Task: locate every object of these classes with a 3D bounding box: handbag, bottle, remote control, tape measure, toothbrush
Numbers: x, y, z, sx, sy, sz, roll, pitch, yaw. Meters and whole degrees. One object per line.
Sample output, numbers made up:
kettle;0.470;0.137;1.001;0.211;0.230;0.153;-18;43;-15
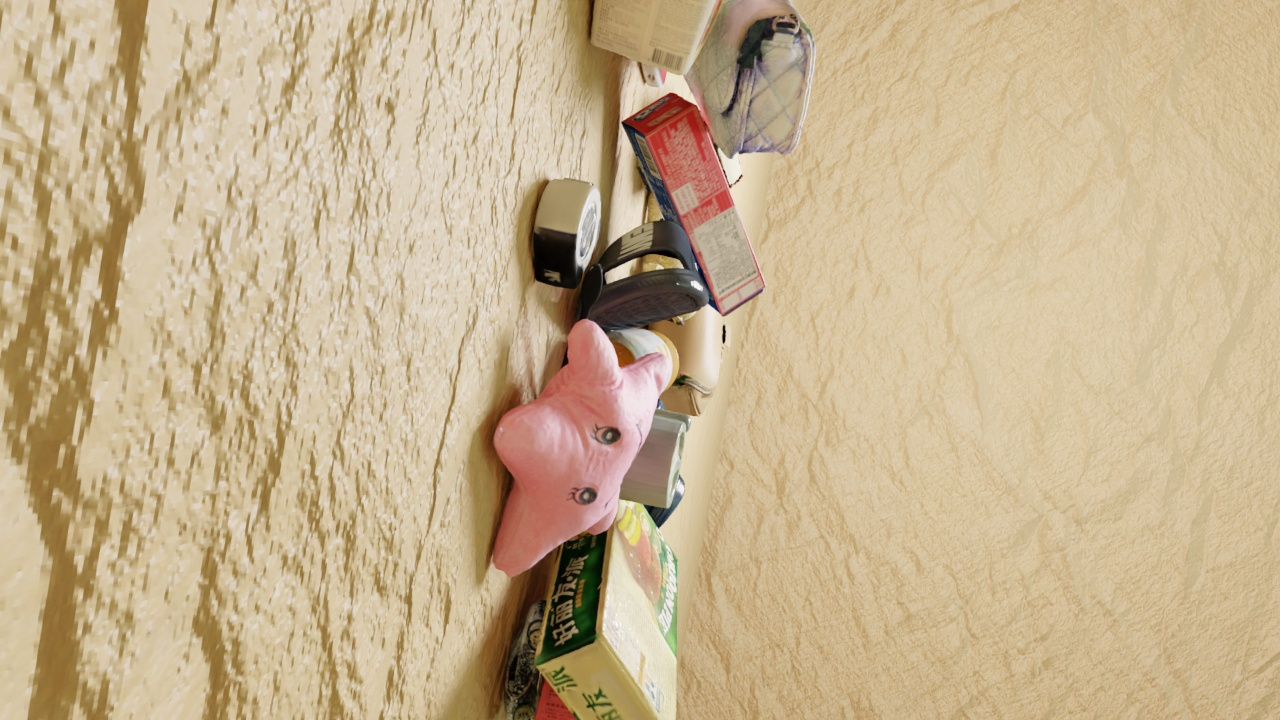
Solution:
handbag;0.078;-0.265;0.765;0.134;0.075;0.193;95;-17;-45
bottle;-0.005;0.005;0.832;0.189;0.068;0.068;-14;114;-76
handbag;0.060;-0.035;1.136;0.148;0.100;0.204;53;40;-77
remote control;0.025;-0.327;0.858;0.056;0.020;0.136;46;56;-77
tape measure;-0.051;-0.092;0.636;0.066;0.033;0.065;93;11;-51
toothbrush;-0.053;0.004;0.693;0.016;0.014;0.189;-90;-165;-51

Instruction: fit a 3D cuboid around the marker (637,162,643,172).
marker;0.015;-0.207;0.953;0.018;0.015;0.124;60;16;-8

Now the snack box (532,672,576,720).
snack box;-0.064;0.272;0.825;0.113;0.044;0.127;-87;-170;-71

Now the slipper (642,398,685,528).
slipper;-0.001;0.155;1.027;0.104;0.095;0.253;-70;170;-55

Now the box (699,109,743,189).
box;0.071;-0.225;0.980;0.168;0.079;0.091;-55;129;-71

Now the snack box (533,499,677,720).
snack box;-0.020;0.207;0.784;0.114;0.063;0.239;59;13;-19

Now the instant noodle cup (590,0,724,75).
instant noodle cup;0.020;-0.282;0.649;0.116;0.116;0.124;-67;176;-53

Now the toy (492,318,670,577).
toy;-0.054;0.068;0.661;0.178;0.075;0.194;17;97;-57

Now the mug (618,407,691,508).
mug;-0.013;0.074;0.829;0.123;0.103;0.084;-61;159;-59

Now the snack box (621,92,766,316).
snack box;0.052;-0.139;0.846;0.057;0.058;0.207;47;-12;53

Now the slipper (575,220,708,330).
slipper;-0.001;-0.073;0.808;0.268;0.111;0.083;0;76;-84

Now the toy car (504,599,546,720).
toy car;-0.093;0.247;0.750;0.049;0.031;0.105;-168;-90;-85

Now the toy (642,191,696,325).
toy;0.035;-0.118;1.016;0.105;0.066;0.157;-70;151;-73
